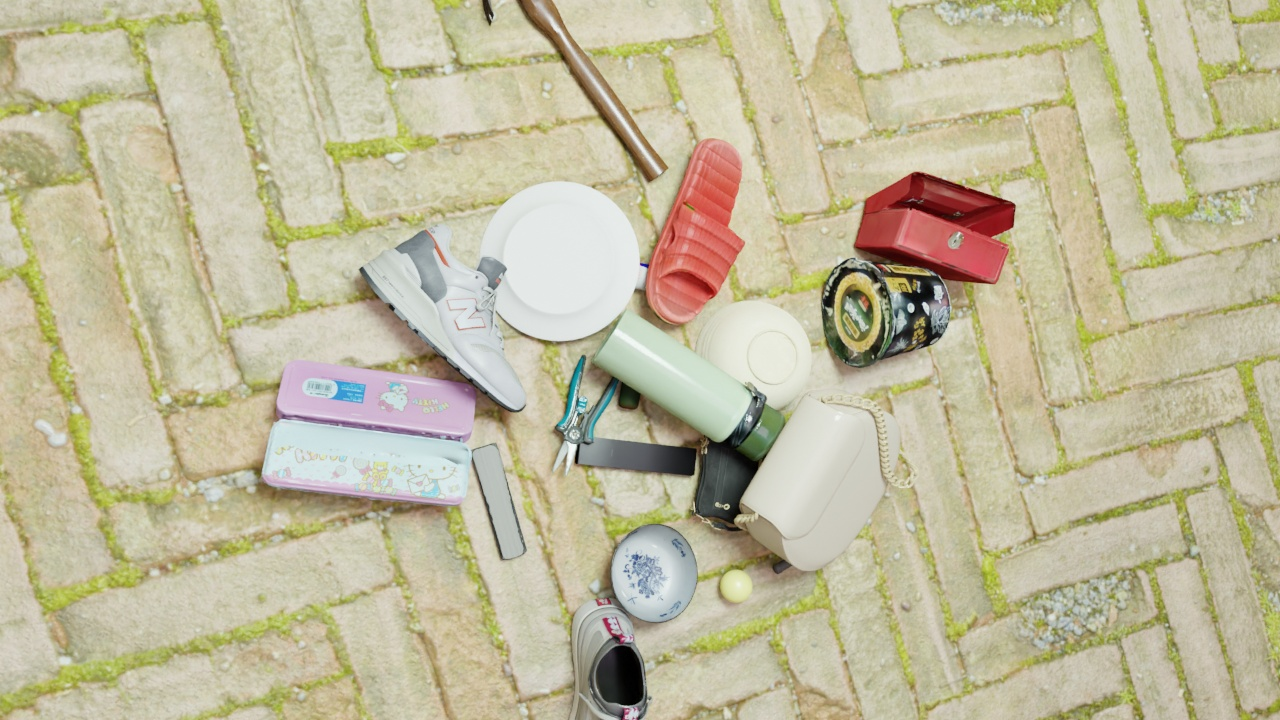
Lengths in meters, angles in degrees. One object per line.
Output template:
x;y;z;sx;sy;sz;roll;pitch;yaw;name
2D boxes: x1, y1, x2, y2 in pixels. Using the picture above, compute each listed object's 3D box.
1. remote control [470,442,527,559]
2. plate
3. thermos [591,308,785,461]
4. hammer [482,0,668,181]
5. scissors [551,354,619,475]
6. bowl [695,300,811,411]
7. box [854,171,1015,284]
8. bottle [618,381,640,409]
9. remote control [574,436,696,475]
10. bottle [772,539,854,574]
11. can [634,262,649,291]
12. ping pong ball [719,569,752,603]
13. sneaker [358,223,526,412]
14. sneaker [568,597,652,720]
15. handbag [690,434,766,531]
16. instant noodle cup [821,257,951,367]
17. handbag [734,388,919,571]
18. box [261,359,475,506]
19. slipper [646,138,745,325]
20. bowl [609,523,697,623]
-0.165;0.165;1.073;0.033;0.013;0.136;-16;90;-16;remote control
-0.096;-0.118;1.076;0.188;0.016;0.188;0;88;0;plate
0.062;0.030;1.070;0.231;0.082;0.082;33;80;-5;thermos
-0.073;-0.357;1.111;0.115;0.033;0.323;-39;98;-15;hammer
-0.070;0.060;1.093;0.123;0.019;0.148;-16;82;-17;scissors
0.150;-0.003;1.133;0.150;0.075;0.150;1;87;-14;bowl
0.373;-0.157;1.173;0.157;0.134;0.110;14;83;-14;box
-0.007;0.007;1.116;0.025;0.025;0.106;11;85;-14;bottle
-0.005;0.116;1.118;0.150;0.013;0.034;8;82;-15;remote control
0.217;0.240;1.163;0.112;0.030;0.030;-25;94;-15;bottle
-0.018;-0.106;1.113;0.095;0.032;0.032;10;85;-14;can
0.118;0.278;1.130;0.040;0.040;0.040;1;87;-15;ping pong ball
-0.191;-0.058;1.036;0.240;0.089;0.124;43;81;-6;sneaker
-0.030;0.412;1.040;0.096;0.129;0.263;1;89;-15;sneaker
0.106;0.144;1.125;0.079;0.054;0.128;8;87;-17;handbag
0.314;-0.065;1.157;0.112;0.137;0.137;-7;89;-25;instant noodle cup
0.222;0.144;1.080;0.208;0.103;0.210;32;89;-51;handbag
-0.290;0.080;1.004;0.214;0.035;0.150;8;61;-15;box
0.082;-0.157;1.113;0.103;0.059;0.248;29;73;-36;slipper
0.008;0.253;1.094;0.114;0.045;0.114;6;76;-24;bowl
